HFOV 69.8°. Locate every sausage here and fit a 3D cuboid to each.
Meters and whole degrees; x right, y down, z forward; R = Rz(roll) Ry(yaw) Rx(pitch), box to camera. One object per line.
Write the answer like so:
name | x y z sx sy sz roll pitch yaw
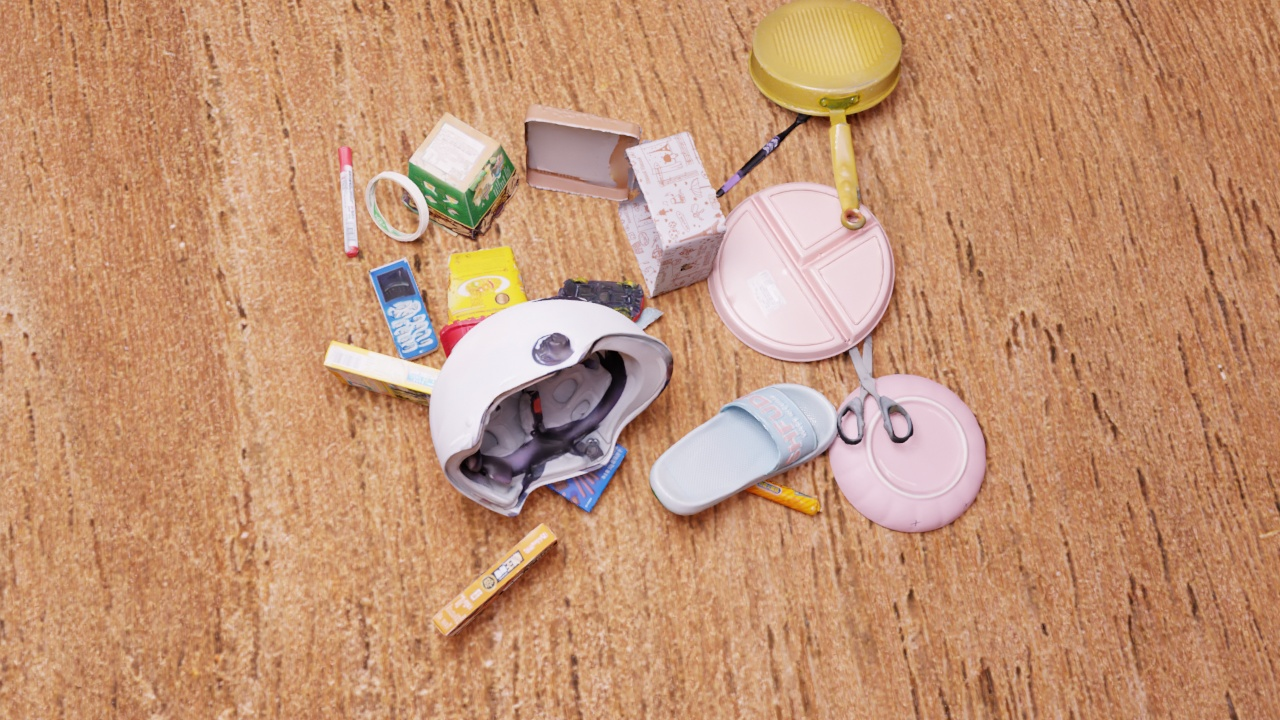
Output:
sausage | 0.137 0.146 1.075 0.165 0.021 0.021 21 74 2

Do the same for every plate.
plate | 0.322 0.106 1.090 0.192 0.039 0.192 1 75 -4
plate | 0.196 -0.113 1.125 0.229 0.028 0.229 -1 81 6

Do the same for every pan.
pan | 0.244 -0.321 1.159 0.198 0.078 0.356 -4 56 1

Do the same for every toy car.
toy car | -0.049 -0.073 1.117 0.106 0.031 0.049 5 68 10

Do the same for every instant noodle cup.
instant noodle cup | -0.176 -0.058 1.070 0.116 0.116 0.123 -9 64 -6

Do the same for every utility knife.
utility knife | -0.062 0.005 1.103 0.223 0.015 0.033 -38 80 -10

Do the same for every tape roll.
tape roll | -0.294 -0.185 1.107 0.086 0.086 0.013 34 43 6

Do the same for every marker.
marker | -0.363 -0.197 1.138 0.017 0.017 0.145 -7 76 -6

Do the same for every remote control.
remote control | -0.284 -0.061 1.102 0.049 0.024 0.125 -21 78 -9

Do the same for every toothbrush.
toothbrush | 0.164 -0.275 1.195 0.188 0.017 0.014 -44 82 -12

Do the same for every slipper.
slipper | 0.120 0.092 1.046 0.245 0.074 0.104 -26 68 -22

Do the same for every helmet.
helmet | -0.109 0.025 0.961 0.258 0.229 0.146 -36 61 -9

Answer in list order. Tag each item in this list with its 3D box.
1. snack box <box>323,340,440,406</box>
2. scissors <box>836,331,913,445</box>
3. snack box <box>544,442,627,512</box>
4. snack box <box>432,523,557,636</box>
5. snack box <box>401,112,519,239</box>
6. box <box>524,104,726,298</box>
snack box | -0.281 0.020 1.048 0.140 0.087 0.033 17 74 1
scissors | 0.273 0.030 1.091 0.164 0.014 0.163 34 63 25
snack box | -0.103 0.099 1.060 0.157 0.026 0.084 32 79 -1
snack box | -0.156 0.240 1.003 0.153 0.075 0.026 -41 80 -13
snack box | -0.220 -0.230 1.110 0.117 0.106 0.118 30 74 5
box | -0.014 -0.201 1.079 0.269 0.180 0.136 38 76 5
